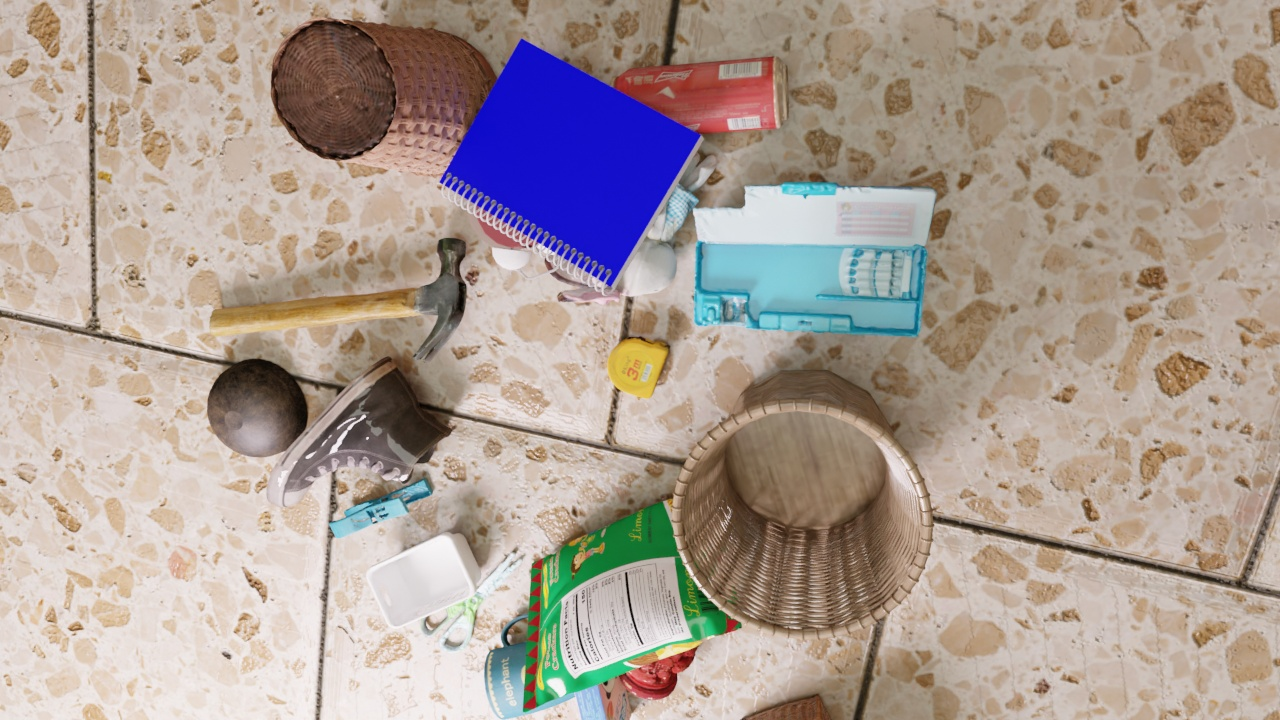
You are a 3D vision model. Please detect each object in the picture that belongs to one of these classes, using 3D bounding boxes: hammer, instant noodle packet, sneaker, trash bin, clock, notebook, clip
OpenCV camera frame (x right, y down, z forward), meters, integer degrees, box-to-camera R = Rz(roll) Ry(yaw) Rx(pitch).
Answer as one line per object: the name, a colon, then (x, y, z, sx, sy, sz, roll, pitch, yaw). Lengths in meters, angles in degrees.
hammer: (-0.347, -0.055, 1.035, 0.331, 0.033, 0.132, -5, 78, 19)
instant noodle packet: (-0.017, 0.247, 0.978, 0.253, 0.195, 0.090, -27, 125, 17)
sneaker: (-0.329, 0.114, 1.060, 0.235, 0.095, 0.120, -42, 92, 11)
trash bin: (-0.238, -0.248, 0.883, 0.151, 0.209, 0.151, 3, 105, 11)
clock: (-0.117, -0.145, 0.928, 0.087, 0.044, 0.124, -18, 90, 17)
notebook: (-0.072, -0.186, 0.877, 0.209, 0.022, 0.171, 32, 95, 15)
clip: (-0.315, 0.181, 1.071, 0.127, 0.113, 0.028, -20, 96, 29)

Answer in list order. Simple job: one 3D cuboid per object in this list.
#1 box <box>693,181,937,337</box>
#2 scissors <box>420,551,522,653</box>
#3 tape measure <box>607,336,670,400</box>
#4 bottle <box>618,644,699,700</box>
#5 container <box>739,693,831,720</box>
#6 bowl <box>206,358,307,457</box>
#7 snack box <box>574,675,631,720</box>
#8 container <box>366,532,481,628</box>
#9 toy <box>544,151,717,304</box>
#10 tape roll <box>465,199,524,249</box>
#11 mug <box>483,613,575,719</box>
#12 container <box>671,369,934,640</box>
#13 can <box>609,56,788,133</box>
box: (0.165, -0.107, 0.904, 0.227, 0.073, 0.181, 3, 128, 11)
scissors: (-0.204, 0.288, 1.114, 0.072, 0.033, 0.176, 43, 104, 2)
tape measure: (-0.006, 0.006, 0.991, 0.059, 0.030, 0.068, 21, 105, 6)
bottle: (0.014, 0.314, 1.037, 0.099, 0.098, 0.111, 20, 117, 7)
container: (0.188, 0.492, 1.027, 0.114, 0.112, 0.198, -24, 98, 16)
bowl: (-0.467, 0.063, 1.091, 0.121, 0.056, 0.121, 3, 104, 11)
snack box: (-0.049, 0.371, 1.062, 0.033, 0.087, 0.154, -9, 102, 14)
container: (-0.251, 0.256, 1.092, 0.129, 0.049, 0.080, -26, 87, 17)
toy: (0.007, -0.129, 0.937, 0.105, 0.131, 0.205, 37, 102, -31)
tape roll: (-0.136, -0.165, 0.976, 0.094, 0.030, 0.094, 3, 104, 12)
mug: (-0.123, 0.356, 1.085, 0.104, 0.084, 0.112, -16, 71, 9)
container: (0.158, 0.123, 0.897, 0.227, 0.195, 0.227, 3, 104, 11)
can: (0.057, -0.255, 0.892, 0.170, 0.067, 0.067, -1, 103, 12)
